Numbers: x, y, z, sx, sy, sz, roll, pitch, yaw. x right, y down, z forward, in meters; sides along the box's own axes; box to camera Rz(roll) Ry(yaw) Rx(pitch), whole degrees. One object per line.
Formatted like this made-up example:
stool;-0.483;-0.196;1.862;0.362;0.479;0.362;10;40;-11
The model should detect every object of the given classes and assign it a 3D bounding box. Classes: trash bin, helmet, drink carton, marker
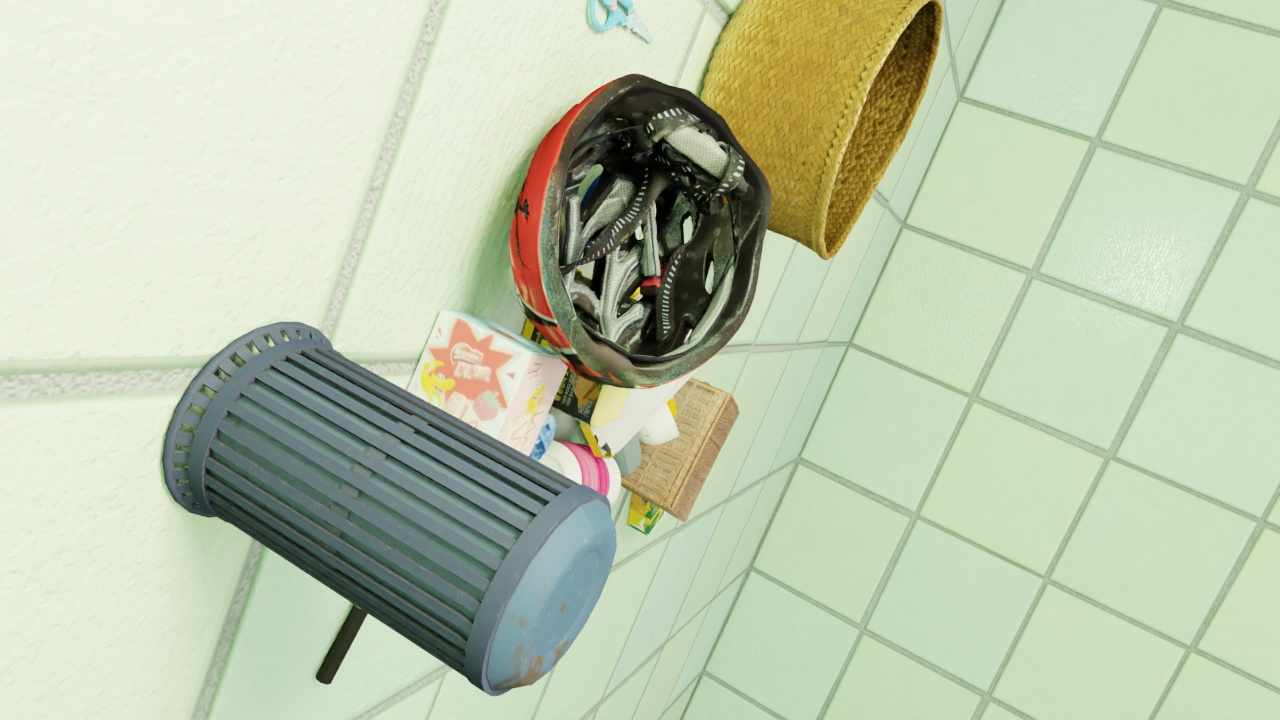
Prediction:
trash bin;-0.145;0.088;0.560;0.139;0.250;0.139;-52;157;-32
helmet;-0.007;-0.101;0.768;0.217;0.167;0.271;31;64;-27
drink carton;0.015;0.217;1.471;0.058;0.041;0.123;-47;155;-41
marker;-0.252;0.229;0.816;0.124;0.017;0.021;-62;161;-2

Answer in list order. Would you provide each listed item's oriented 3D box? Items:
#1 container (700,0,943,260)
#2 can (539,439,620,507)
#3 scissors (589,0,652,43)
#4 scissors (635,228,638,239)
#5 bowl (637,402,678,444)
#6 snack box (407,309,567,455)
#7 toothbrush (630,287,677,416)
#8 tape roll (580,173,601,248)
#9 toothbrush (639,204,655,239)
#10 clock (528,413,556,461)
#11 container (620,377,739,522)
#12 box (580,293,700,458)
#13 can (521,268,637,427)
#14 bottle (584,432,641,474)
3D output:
container;0.195;-0.295;1.065;0.306;0.197;0.308;-53;160;-30
can;-0.083;0.136;1.036;0.088;0.088;0.165;-65;161;1
scissors;-0.012;-0.301;0.798;0.056;0.015;0.136;-66;167;9
scissors;-0.032;-0.089;0.987;0.125;0.011;0.128;-7;122;-61
bowl;0.003;0.060;1.166;0.054;0.104;0.105;-24;153;-4
snack box;-0.128;0.020;0.762;0.095;0.093;0.079;-66;161;4
toothbrush;0.018;-0.010;1.119;0.030;0.031;0.197;-92;167;-57
tape roll;-0.033;-0.147;0.918;0.092;0.016;0.091;-54;158;-29
toothbrush;0.000;-0.132;1.031;0.018;0.016;0.181;12;103;-65
clock;-0.138;0.081;0.864;0.125;0.052;0.089;-39;153;-20
container;0.049;0.119;1.324;0.198;0.113;0.114;-61;161;-9
box;-0.007;0.005;1.041;0.208;0.023;0.127;-43;122;-38
can;-0.056;-0.012;0.898;0.072;0.101;0.131;-18;131;-65
bottle;-0.038;0.078;1.104;0.046;0.072;0.161;-50;157;-22
